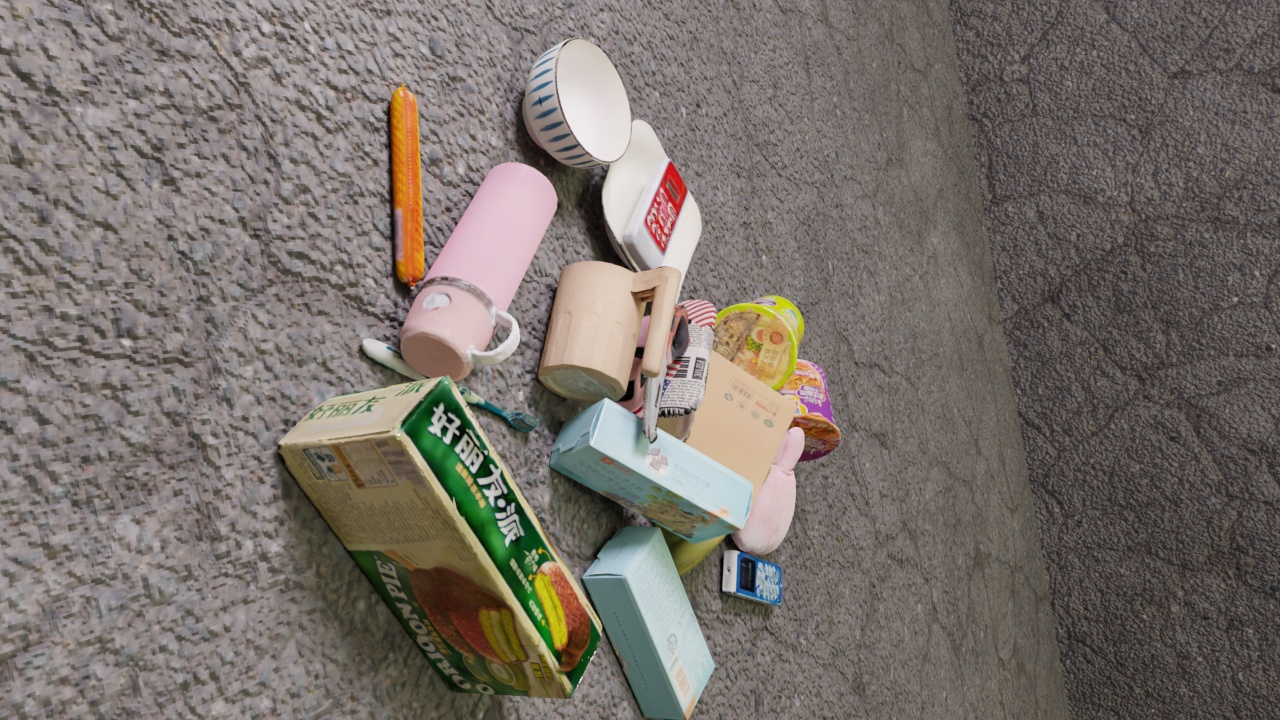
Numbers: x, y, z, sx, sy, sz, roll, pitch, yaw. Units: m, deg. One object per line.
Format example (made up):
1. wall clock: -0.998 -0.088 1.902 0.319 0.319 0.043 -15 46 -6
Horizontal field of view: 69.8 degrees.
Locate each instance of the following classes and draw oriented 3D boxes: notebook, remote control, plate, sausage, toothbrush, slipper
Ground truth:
1. notebook: 0.078 0.068 0.975 0.148 0.008 0.207 33 42 2
2. remote control: 0.018 -0.149 0.942 0.056 0.020 0.135 56 40 -36
3. plate: 0.004 -0.154 0.973 0.163 0.034 0.163 53 42 -36
4. sausage: -0.178 -0.133 0.697 0.021 0.021 0.165 8 76 -56
5. toothbrush: -0.142 0.022 0.717 0.191 0.018 0.016 34 53 -49
6. remote control: 0.131 0.257 1.076 0.125 0.024 0.049 32 56 -51
7. slipper: 0.065 0.149 0.963 0.081 0.092 0.190 40 46 10

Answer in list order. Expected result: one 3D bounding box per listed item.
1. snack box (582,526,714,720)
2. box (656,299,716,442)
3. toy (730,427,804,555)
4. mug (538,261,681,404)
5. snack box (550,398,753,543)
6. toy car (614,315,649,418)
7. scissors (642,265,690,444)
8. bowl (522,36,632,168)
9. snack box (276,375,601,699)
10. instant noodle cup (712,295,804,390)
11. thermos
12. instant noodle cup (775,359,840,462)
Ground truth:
1. snack box: 0.011 0.248 0.865 0.074 0.052 0.175 -47 122 -53
2. box: 0.044 0.000 0.941 0.076 0.087 0.162 29 47 -14
3. toy: 0.152 0.152 1.081 0.121 0.054 0.159 14 93 -55
4. mug: -0.026 -0.026 0.812 0.084 0.125 0.103 41 51 -46
5. snack box: 0.011 0.103 0.825 0.174 0.074 0.051 31 57 -21
6. toy car: -0.005 0.005 0.900 0.037 0.056 0.122 53 41 -47
7. scissors: 0.024 0.002 0.853 0.185 0.015 0.208 28 53 -66
8. bowl: -0.067 -0.233 0.854 0.116 0.066 0.116 19 67 -53
9. snack box: -0.128 0.127 0.621 0.240 0.115 0.063 63 36 -25
10. instant noodle cup: 0.146 -0.028 1.105 0.123 0.112 0.112 -37 113 -62
11. thermos: -0.114 -0.071 0.711 0.067 0.087 0.198 82 18 -45
12. instant noodle cup: 0.193 0.060 1.154 0.111 0.112 0.099 46 38 -42
